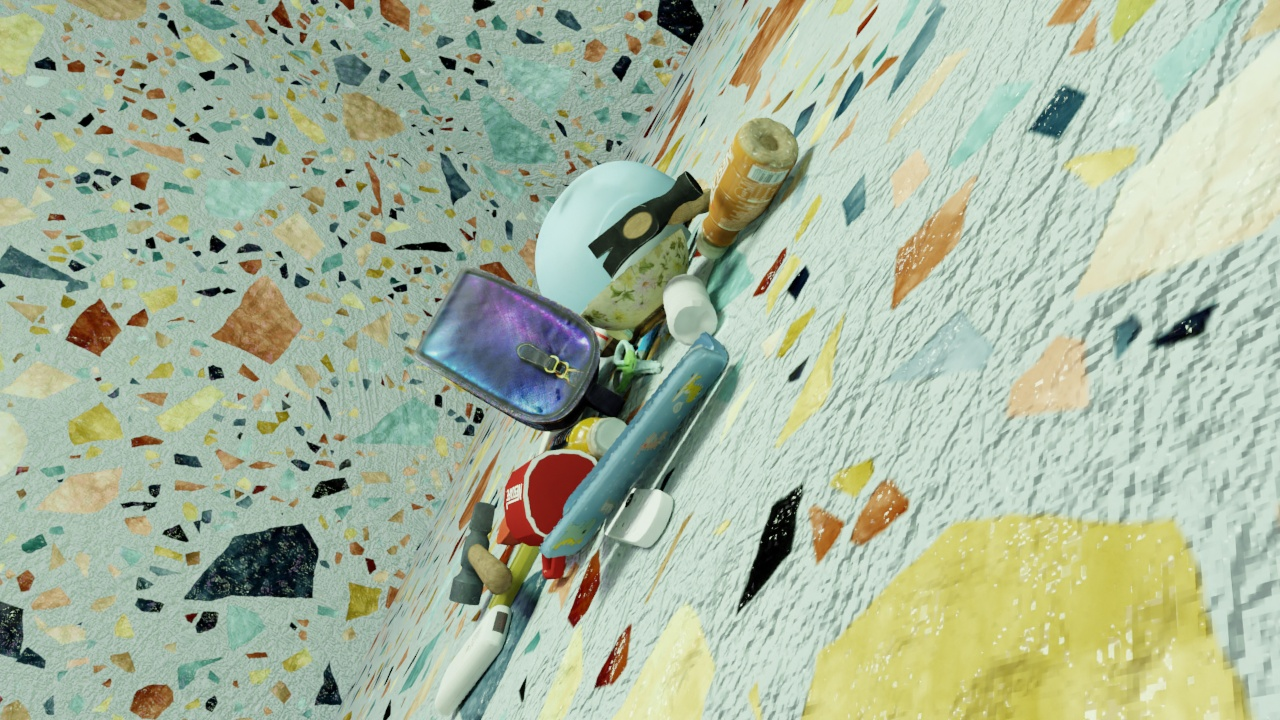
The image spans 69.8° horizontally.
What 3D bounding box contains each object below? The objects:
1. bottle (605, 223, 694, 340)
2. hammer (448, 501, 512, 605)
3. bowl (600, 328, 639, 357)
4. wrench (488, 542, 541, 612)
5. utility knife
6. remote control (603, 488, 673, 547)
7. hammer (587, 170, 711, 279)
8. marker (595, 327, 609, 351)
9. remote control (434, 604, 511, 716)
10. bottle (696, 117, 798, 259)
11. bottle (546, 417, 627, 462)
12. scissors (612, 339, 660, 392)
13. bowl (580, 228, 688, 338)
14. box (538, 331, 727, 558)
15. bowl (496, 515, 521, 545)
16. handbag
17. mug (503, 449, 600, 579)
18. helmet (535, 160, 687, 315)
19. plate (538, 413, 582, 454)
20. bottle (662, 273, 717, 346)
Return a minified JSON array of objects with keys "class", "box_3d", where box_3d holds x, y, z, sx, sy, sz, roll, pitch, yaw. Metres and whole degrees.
[{"class":"bottle","box_3d":[0.004,-0.099,1.107,0.046,0.072,0.161,-7,53,57]},{"class":"hammer","box_3d":[-0.178,0.232,1.053,0.322,0.040,0.129,157,126,-74]},{"class":"bowl","box_3d":[-0.016,-0.049,1.182,0.119,0.032,0.119,-58,11,17]},{"class":"wrench","box_3d":[-0.117,0.195,1.065,0.273,0.018,0.084,-62,10,-5]},{"class":"utility knife","box_3d":[0.033,-0.082,1.078,0.197,0.015,0.031,-68,16,-16]},{"class":"remote control","box_3d":[-0.004,0.123,0.724,0.043,0.013,0.137,-64,11,-13]},{"class":"hammer","box_3d":[0.036,-0.157,0.986,0.132,0.040,0.304,-36,2,21]},{"class":"marker","box_3d":[-0.028,-0.068,1.141,0.145,0.019,0.019,-62,10,-2]},{"class":"remote control","box_3d":[-0.185,0.331,1.013,0.139,0.025,0.060,-54,12,24]},{"class":"bottle","box_3d":[0.093,-0.155,0.874,0.168,0.059,0.059,119,174,-57]},{"class":"bottle","box_3d":[-0.053,0.088,0.941,0.053,0.053,0.186,-64,11,-17]},{"class":"scissors","box_3d":[-0.003,0.008,1.016,0.174,0.033,0.065,175,106,-77]},{"class":"bowl","box_3d":[0.008,-0.070,0.978,0.145,0.063,0.145,-41,2,1]},{"class":"box","box_3d":[-0.002,0.070,0.742,0.209,0.039,0.126,-53,-1,11]},{"class":"bowl","box_3d":[-0.136,0.181,1.146,0.122,0.035,0.121,-58,11,17]},{"class":"handbag","box_3d":[-0.121,0.005,1.019,0.125,0.222,0.205,-63,-1,-8]},{"class":"mug","box_3d":[-0.082,0.149,0.874,0.097,0.080,0.116,144,124,-67]},{"class":"helmet","box_3d":[-0.056,-0.168,1.297,0.265,0.167,0.226,-57,9,-10]},{"class":"plate","box_3d":[-0.093,0.053,1.226,0.182,0.034,0.182,-163,92,-84]},{"class":"bottle","box_3d":[0.045,-0.053,0.868,0.044,0.044,0.136,-58,11,15]}]
